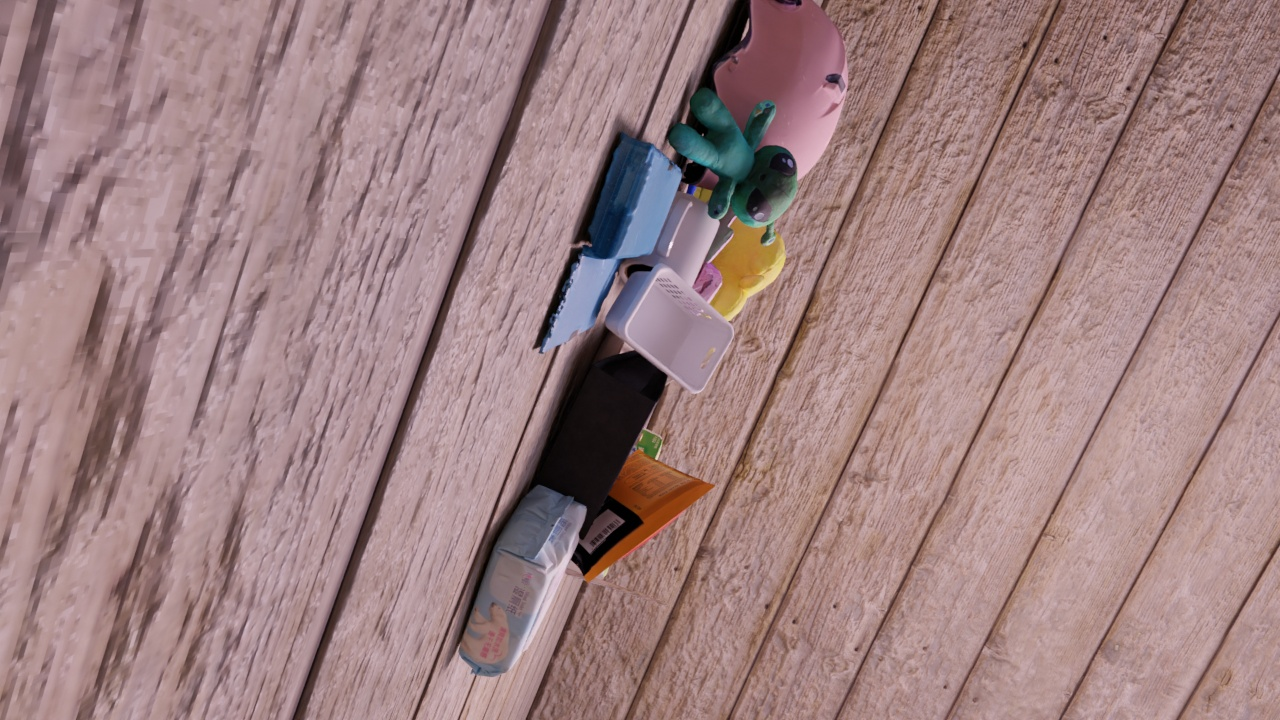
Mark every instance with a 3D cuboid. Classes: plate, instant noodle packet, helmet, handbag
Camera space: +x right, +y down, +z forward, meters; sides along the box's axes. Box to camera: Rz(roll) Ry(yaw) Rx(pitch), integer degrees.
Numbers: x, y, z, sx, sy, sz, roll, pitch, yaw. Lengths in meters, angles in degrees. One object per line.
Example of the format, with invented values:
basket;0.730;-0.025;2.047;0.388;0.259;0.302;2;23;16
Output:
plate;-0.039;0.014;1.067;0.188;0.027;0.188;26;87;-86
instant noodle packet;-0.026;0.163;1.015;0.159;0.032;0.221;-35;-164;-15
helmet;0.152;-0.303;1.041;0.231;0.152;0.254;103;4;-49
handbag;-0.022;0.067;0.994;0.176;0.072;0.195;-63;171;23

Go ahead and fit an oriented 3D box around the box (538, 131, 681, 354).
box;-0.018;-0.090;0.759;0.231;0.033;0.175;-49;162;-79

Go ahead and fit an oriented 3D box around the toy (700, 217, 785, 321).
toy;0.111;-0.110;1.151;0.134;0.092;0.207;-16;-141;37

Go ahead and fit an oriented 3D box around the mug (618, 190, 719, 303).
mug;0.031;-0.119;0.917;0.105;0.073;0.089;103;11;-67

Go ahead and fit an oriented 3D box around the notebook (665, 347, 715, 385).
notebook;0.027;0.019;1.280;0.209;0.012;0.152;-32;-170;20

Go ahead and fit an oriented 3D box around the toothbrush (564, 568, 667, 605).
toothbrush;-0.055;0.241;1.024;0.010;0.181;0.010;-70;178;-65

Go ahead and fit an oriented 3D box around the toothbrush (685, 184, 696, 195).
toothbrush;0.055;-0.204;1.209;0.016;0.018;0.182;70;41;-84

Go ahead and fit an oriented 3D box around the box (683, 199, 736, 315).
box;0.067;-0.123;1.075;0.159;0.035;0.230;-54;-166;10

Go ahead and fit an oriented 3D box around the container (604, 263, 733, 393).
container;0.024;-0.033;0.894;0.050;0.129;0.080;20;-104;50

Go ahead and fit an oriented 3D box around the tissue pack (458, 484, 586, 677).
tissue pack;-0.117;0.222;0.909;0.111;0.070;0.182;-61;173;-60

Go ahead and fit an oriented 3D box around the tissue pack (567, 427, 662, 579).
tissue pack;-0.059;0.182;1.192;0.197;0.120;0.142;-58;173;-24

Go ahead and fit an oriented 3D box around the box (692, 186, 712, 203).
box;0.133;-0.298;1.274;0.124;0.081;0.222;-64;172;-45

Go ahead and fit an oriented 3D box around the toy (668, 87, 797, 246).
toy;0.100;-0.195;0.926;0.072;0.193;0.130;26;-96;51
